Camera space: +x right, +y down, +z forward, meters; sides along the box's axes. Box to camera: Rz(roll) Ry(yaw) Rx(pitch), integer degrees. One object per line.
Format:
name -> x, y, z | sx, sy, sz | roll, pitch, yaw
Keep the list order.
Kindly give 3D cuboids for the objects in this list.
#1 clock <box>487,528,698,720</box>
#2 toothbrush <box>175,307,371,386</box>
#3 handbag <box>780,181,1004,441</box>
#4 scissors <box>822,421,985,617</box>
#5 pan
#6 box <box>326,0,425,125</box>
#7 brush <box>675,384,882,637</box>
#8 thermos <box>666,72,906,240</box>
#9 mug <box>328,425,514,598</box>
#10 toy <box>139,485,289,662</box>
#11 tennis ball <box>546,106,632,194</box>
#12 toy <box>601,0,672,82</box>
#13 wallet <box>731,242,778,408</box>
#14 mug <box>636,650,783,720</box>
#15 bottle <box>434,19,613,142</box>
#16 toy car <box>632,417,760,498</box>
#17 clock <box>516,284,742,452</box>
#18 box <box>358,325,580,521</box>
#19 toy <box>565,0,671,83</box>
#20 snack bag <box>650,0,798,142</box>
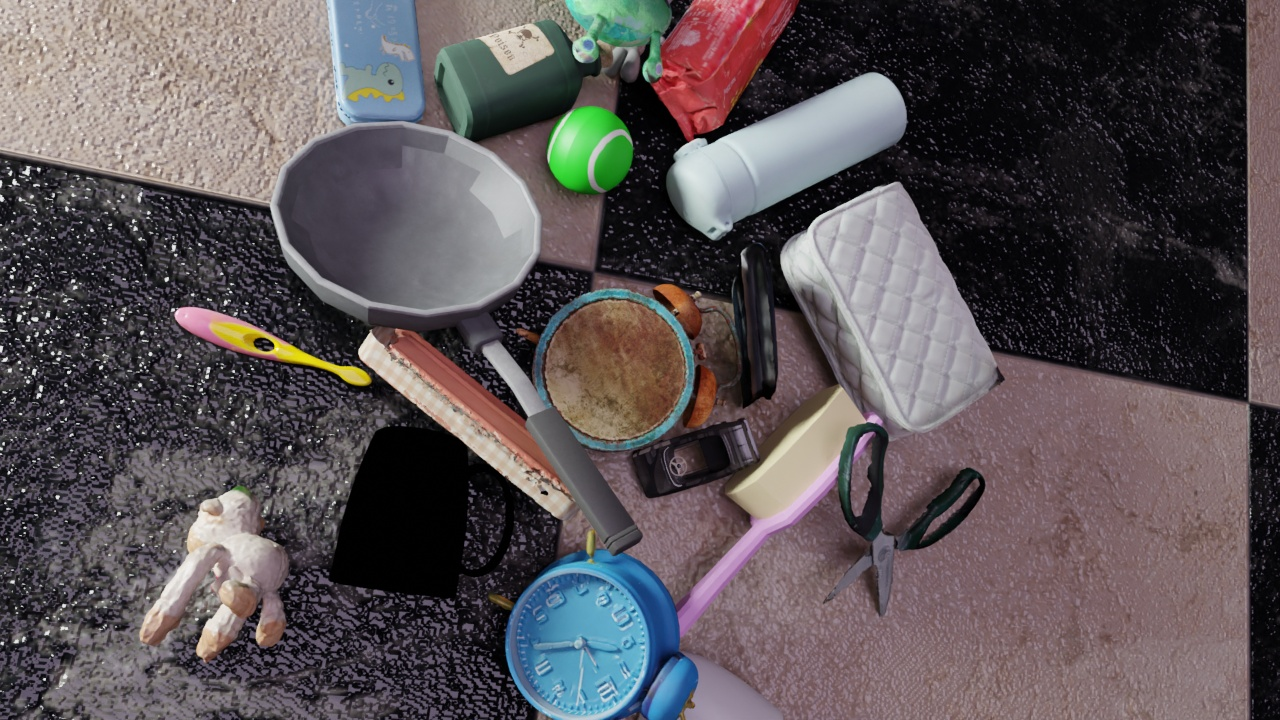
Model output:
clock -> -0.025, 0.203, 0.618 | 0.117, 0.060, 0.161 | -35, 74, 6
toothbrush -> -0.251, -0.008, 0.633 | 0.135, 0.016, 0.021 | 21, 78, -11
handbag -> 0.203, -0.039, 0.750 | 0.138, 0.073, 0.195 | -26, 90, -28
scissors -> 0.209, 0.108, 0.713 | 0.201, 0.015, 0.202 | -28, 126, -29
pan -> -0.108, -0.022, 0.599 | 0.178, 0.041, 0.357 | -23, 65, -33
box -> -0.200, -0.273, 0.677 | 0.065, 0.037, 0.209 | -5, 84, -20
brush -> 0.087, 0.108, 0.683 | 0.228, 0.089, 0.043 | -44, 91, -16
thermos -> 0.118, -0.169, 0.745 | 0.206, 0.065, 0.078 | -28, 91, -19
mug -> -0.140, 0.102, 0.610 | 0.112, 0.084, 0.104 | 5, 72, 4
toy -> -0.265, 0.128, 0.578 | 0.074, 0.085, 0.105 | -14, 63, 10
tennis ball -> -0.038, -0.158, 0.694 | 0.065, 0.065, 0.065 | 3, 81, -17
toy -> 0.002, -0.276, 0.744 | 0.049, 0.030, 0.111 | 20, 78, 15
wallet -> 0.088, -0.024, 0.699 | 0.026, 0.089, 0.115 | -4, 82, 2
mug -> 0.033, 0.266, 0.660 | 0.089, 0.071, 0.107 | 38, 101, 2
bottle -> -0.082, -0.215, 0.691 | 0.131, 0.061, 0.061 | -23, 87, -19
toy car -> 0.040, 0.073, 0.685 | 0.092, 0.037, 0.040 | -19, 89, 14
clock -> -0.004, 0.004, 0.674 | 0.157, 0.073, 0.121 | -13, 89, -7
box -> -0.110, 0.039, 0.628 | 0.187, 0.085, 0.048 | 40, 99, 1
toy -> -0.030, -0.288, 0.695 | 0.130, 0.073, 0.193 | 6, 52, -34
snack bag -> 0.071, -0.265, 0.736 | 0.082, 0.082, 0.176 | 34, 75, -10
